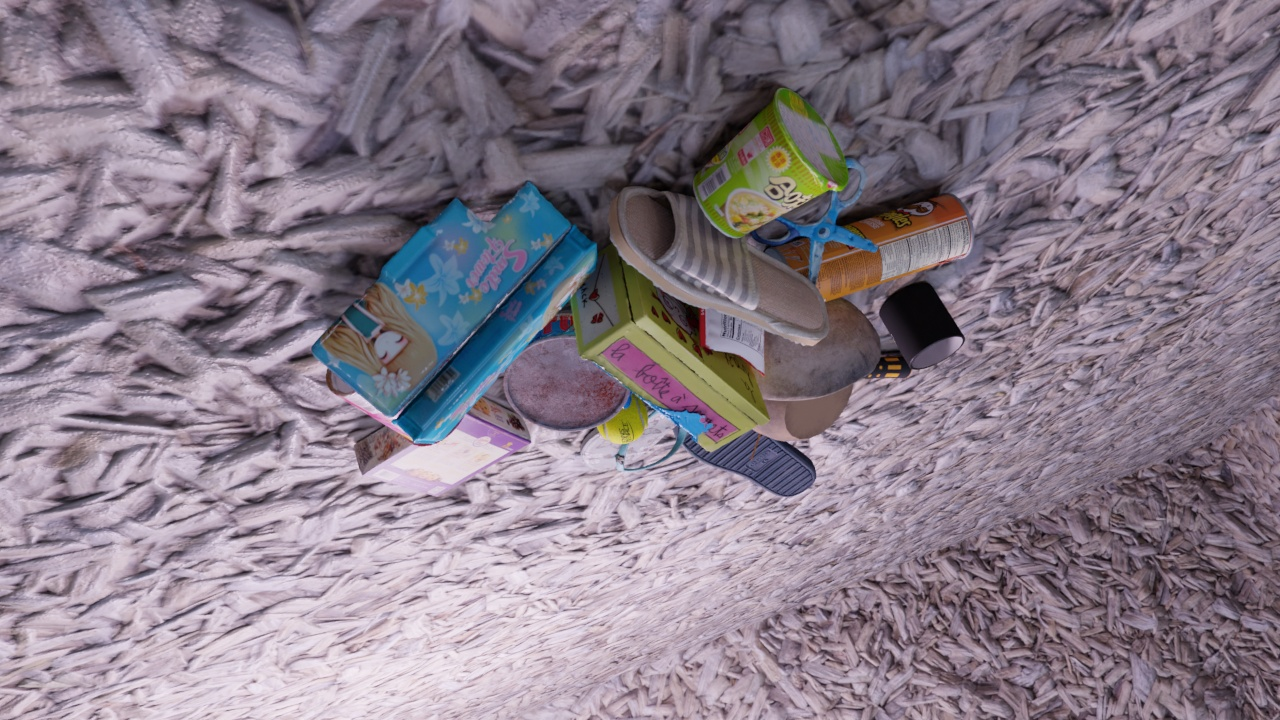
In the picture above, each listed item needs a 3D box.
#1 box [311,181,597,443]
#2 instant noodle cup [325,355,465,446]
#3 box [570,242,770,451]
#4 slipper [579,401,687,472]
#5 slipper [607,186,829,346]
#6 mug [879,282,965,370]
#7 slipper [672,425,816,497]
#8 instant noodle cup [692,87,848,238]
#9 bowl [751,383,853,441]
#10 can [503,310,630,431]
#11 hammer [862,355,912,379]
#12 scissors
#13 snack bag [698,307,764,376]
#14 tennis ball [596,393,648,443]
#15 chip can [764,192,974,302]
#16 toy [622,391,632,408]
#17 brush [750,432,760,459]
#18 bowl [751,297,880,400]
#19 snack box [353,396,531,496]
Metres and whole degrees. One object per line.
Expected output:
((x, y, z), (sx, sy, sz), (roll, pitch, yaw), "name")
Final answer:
((-0.137, -0.037, 0.779), (0.227, 0.086, 0.169), (-48, 143, -5), "box")
((-0.229, 0.019, 0.862), (0.098, 0.097, 0.108), (-32, 145, 16), "instant noodle cup")
((0.031, -0.012, 0.909), (0.083, 0.124, 0.221), (-34, 132, 23), "box")
((0.013, 0.093, 1.199), (0.098, 0.054, 0.270), (21, 135, -37), "slipper")
((0.086, -0.087, 0.849), (0.272, 0.114, 0.054), (21, 136, -36), "slipper")
((0.380, -0.042, 1.223), (0.078, 0.088, 0.113), (-37, 150, 26), "mug")
((0.151, 0.110, 1.319), (0.263, 0.082, 0.101), (32, 118, -31), "slipper")
((0.107, -0.164, 0.795), (0.108, 0.098, 0.098), (-32, 153, 35), "instant noodle cup")
((0.204, 0.033, 1.168), (0.162, 0.070, 0.162), (-19, 127, -28), "bowl")
((-0.075, 0.012, 0.953), (0.130, 0.044, 0.130), (-1, 130, -2), "can")
((0.265, 0.013, 1.298), (0.320, 0.036, 0.124), (0, 146, -34), "hammer")
((0.174, -0.138, 0.918), (0.139, 0.011, 0.134), (6, 113, -1), "scissors")
((0.096, -0.061, 0.928), (0.039, 0.130, 0.144), (-9, 163, 31), "snack bag")
((-0.023, 0.071, 1.137), (0.065, 0.065, 0.065), (-18, 153, -10), "tennis ball")
((0.247, -0.117, 0.997), (0.215, 0.075, 0.075), (-18, 153, -10), "chip can")
((-0.006, 0.006, 1.036), (0.176, 0.071, 0.113), (3, 154, -42), "toy")
((0.175, 0.077, 1.239), (0.048, 0.017, 0.126), (4, 112, -35), "brush")
((0.179, -0.032, 1.038), (0.178, 0.178, 0.081), (-19, 119, -8), "bowl")
((-0.223, 0.096, 1.054), (0.148, 0.040, 0.143), (-30, 153, 12), "snack box")
